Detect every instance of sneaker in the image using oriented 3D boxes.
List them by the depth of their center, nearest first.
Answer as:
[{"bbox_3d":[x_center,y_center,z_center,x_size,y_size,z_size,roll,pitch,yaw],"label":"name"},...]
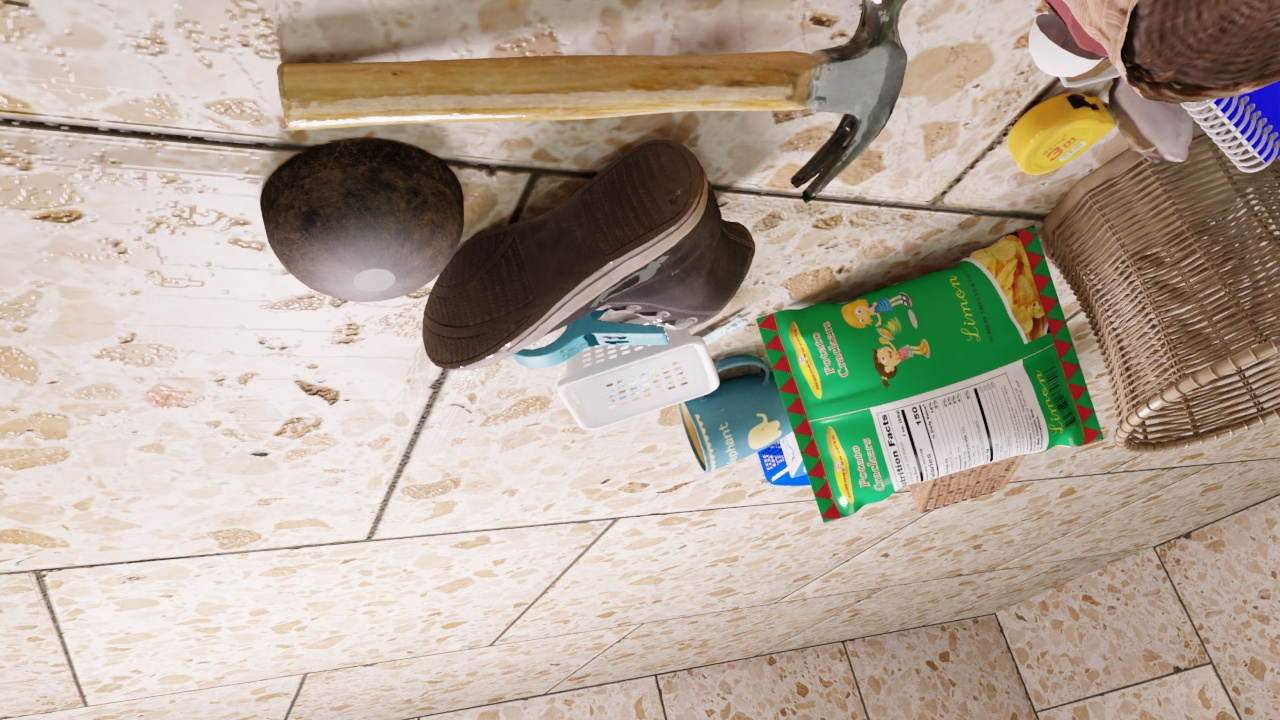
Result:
[{"bbox_3d":[-0.038,-0.051,0.635,0.235,0.095,0.120,-32,150,17],"label":"sneaker"}]

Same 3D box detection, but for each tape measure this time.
[{"bbox_3d":[0.291,-0.161,0.651,0.058,0.030,0.068,6,145,-35],"label":"tape measure"}]

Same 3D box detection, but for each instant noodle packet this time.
[{"bbox_3d":[0.254,0.015,0.813,0.253,0.195,0.090,-18,-179,7],"label":"instant noodle packet"}]

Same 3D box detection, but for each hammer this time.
[{"bbox_3d":[-0.019,-0.145,0.492,0.330,0.033,0.132,-4,128,-9],"label":"hammer"}]

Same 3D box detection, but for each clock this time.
[{"bbox_3d":[0.245,-0.192,0.461,0.087,0.044,0.125,-14,144,0],"label":"clock"}]

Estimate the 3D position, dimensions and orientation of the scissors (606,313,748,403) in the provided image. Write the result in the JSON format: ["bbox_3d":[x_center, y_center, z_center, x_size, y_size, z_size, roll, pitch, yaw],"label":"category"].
[{"bbox_3d":[0.022,-0.001,0.841,0.176,0.033,0.072,-32,146,23],"label":"scissors"}]

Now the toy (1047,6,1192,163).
[{"bbox_3d":[0.346,-0.219,0.529,0.206,0.131,0.105,-35,179,20],"label":"toy"}]

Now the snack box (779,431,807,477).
[{"bbox_3d":[0.170,0.051,0.936,0.033,0.088,0.154,-10,154,-9],"label":"snack box"}]

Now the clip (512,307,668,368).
[{"bbox_3d":[-0.040,-0.016,0.695,0.127,0.113,0.028,-5,152,9],"label":"clip"}]

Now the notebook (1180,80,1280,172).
[{"bbox_3d":[0.313,-0.196,0.422,0.209,0.022,0.172,23,123,-34],"label":"notebook"}]

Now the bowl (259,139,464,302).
[{"bbox_3d":[-0.165,-0.072,0.559,0.121,0.056,0.121,-12,153,-6],"label":"bowl"}]

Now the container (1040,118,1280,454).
[{"bbox_3d":[0.461,-0.059,0.750,0.227,0.196,0.227,-12,153,-6],"label":"container"}]

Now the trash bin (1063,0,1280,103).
[{"bbox_3d":[0.174,-0.201,0.313,0.151,0.210,0.151,-12,154,-6],"label":"trash bin"}]

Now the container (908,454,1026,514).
[{"bbox_3d":[0.375,0.097,1.101,0.114,0.112,0.198,-17,153,4],"label":"container"}]

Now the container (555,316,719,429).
[{"bbox_3d":[-0.005,0.005,0.787,0.129,0.049,0.081,-18,144,6],"label":"container"}]

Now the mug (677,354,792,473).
[{"bbox_3d":[0.096,0.044,0.908,0.104,0.084,0.112,-18,125,-6],"label":"mug"}]

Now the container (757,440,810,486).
[{"bbox_3d":[0.203,0.111,1.101,0.114,0.058,0.096,3,148,-32],"label":"container"}]
